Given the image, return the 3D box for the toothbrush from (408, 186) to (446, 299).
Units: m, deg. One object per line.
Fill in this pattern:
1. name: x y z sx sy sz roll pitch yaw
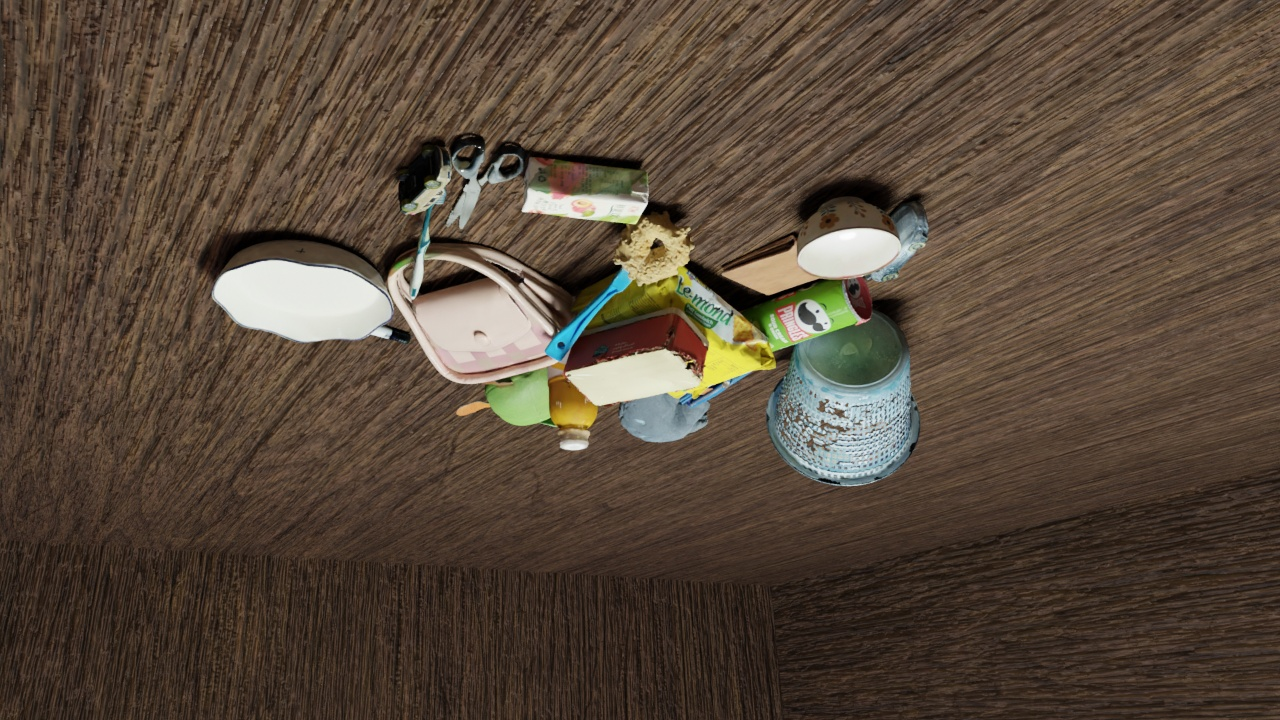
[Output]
1. toothbrush: -0.237 -0.129 1.016 0.018 0.016 0.192 -3 147 -25

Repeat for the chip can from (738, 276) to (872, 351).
1. chip can: 0.189 -0.051 1.228 0.237 0.072 0.072 -20 152 37

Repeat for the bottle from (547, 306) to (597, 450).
1. bottle: -0.090 0.024 1.223 0.068 0.189 0.068 -2 159 -1

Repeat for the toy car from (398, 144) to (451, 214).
1. toy car: -0.212 -0.179 0.910 0.035 0.042 0.091 2 160 -38

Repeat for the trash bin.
1. trash bin: 0.293 0.034 1.302 0.226 0.226 0.195 -5 145 4

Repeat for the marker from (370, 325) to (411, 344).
1. marker: -0.373 -0.045 1.249 0.023 0.018 0.130 -13 157 43

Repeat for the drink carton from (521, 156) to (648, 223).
1. drink carton: -0.057 -0.173 0.934 0.122 0.045 0.054 3 163 -12

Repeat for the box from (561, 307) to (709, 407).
1. box: -0.007 0.006 1.122 0.169 0.079 0.091 -13 137 34

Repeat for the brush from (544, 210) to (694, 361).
1. brush: -0.034 -0.081 1.070 0.083 0.045 0.255 32 127 -19

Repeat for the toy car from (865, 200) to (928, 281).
1. toy car: 0.291 -0.136 1.056 0.036 0.054 0.121 1 157 -14

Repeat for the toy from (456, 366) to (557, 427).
1. toy: -0.171 0.043 1.396 0.227 0.090 0.247 -15 162 -7

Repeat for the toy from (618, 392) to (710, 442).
1. toy: 0.035 0.075 1.516 0.138 0.091 0.356 -35 154 4

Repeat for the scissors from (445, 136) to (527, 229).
1. scissors: -0.181 -0.181 0.951 0.173 0.014 0.145 -12 158 28

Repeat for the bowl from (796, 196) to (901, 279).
1. bowl: 0.227 -0.142 1.022 0.113 0.062 0.114 -3 157 -2

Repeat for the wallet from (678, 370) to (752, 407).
1. wallet: 0.128 0.026 1.417 0.106 0.040 0.133 -25 171 -35

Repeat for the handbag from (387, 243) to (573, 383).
1. handbag: -0.211 -0.071 1.144 0.194 0.093 0.234 -12 144 23

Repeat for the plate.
1. plate: -0.403 -0.083 1.109 0.205 0.045 0.205 -3 156 -1

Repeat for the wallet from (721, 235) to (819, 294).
1. wallet: 0.174 -0.115 1.142 0.116 0.020 0.101 -19 154 40

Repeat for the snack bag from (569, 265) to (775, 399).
1. snack bag: 0.040 -0.034 1.181 0.158 0.068 0.246 -23 133 39
